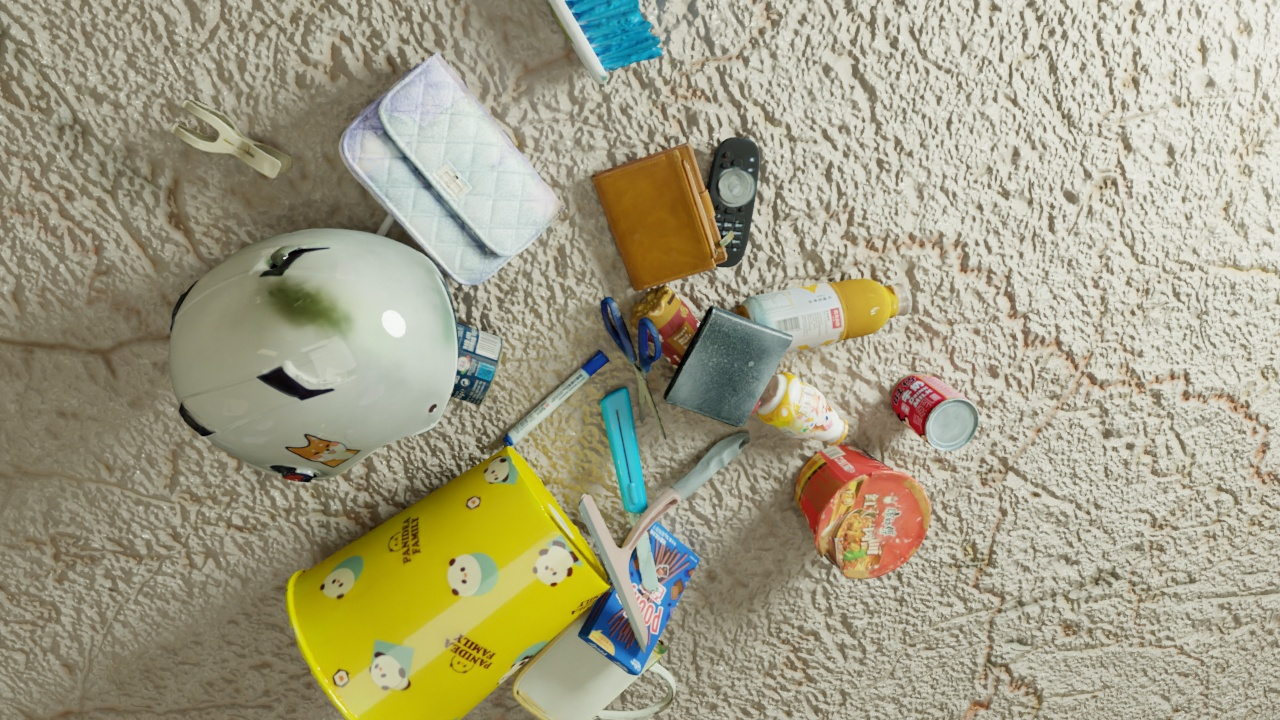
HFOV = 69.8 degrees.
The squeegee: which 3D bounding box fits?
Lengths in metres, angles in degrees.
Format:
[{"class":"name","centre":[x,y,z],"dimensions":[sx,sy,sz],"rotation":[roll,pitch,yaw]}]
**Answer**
[{"class":"squeegee","centre":[0.038,0.157,1.017],"dimensions":[0.248,0.040,0.248],"rotation":[-42,132,-29]}]

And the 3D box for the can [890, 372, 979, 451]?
[{"class":"can","centre":[0.336,0.057,1.059],"dimensions":[0.066,0.093,0.066],"rotation":[-4,110,-11]}]

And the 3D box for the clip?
[{"class":"clip","centre":[-0.372,-0.198,0.837],"dimensions":[0.100,0.071,0.035],"rotation":[29,101,-17]}]

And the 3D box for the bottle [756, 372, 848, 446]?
[{"class":"bottle","centre":[0.185,0.059,1.043],"dimensions":[0.108,0.063,0.063],"rotation":[29,101,-21]}]

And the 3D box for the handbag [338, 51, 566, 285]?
[{"class":"handbag","centre":[-0.178,-0.172,0.867],"dimensions":[0.134,0.075,0.194],"rotation":[-45,114,-8]}]

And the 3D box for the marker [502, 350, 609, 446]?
[{"class":"marker","centre":[-0.093,0.042,1.000],"dimensions":[0.146,0.017,0.017],"rotation":[-42,113,4]}]

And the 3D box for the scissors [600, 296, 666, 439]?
[{"class":"scissors","centre":[0.001,0.006,0.970],"dimensions":[0.012,0.165,0.162],"rotation":[-29,87,-24]}]

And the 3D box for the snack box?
[{"class":"snack box","centre":[0.001,0.270,1.054],"dimensions":[0.084,0.026,0.156],"rotation":[43,62,-22]}]

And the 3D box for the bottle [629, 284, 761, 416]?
[{"class":"bottle","centre":[0.064,-0.004,0.996],"dimensions":[0.057,0.057,0.175],"rotation":[-43,113,5]}]

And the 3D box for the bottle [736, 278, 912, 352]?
[{"class":"bottle","centre":[0.202,-0.051,1.004],"dimensions":[0.189,0.068,0.068],"rotation":[-11,111,-9]}]

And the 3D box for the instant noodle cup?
[{"class":"instant noodle cup","centre":[0.252,0.167,1.071],"dimensions":[0.138,0.108,0.138],"rotation":[-4,110,-11]}]

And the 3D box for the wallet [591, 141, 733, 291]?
[{"class":"wallet","centre":[0.027,-0.146,0.938],"dimensions":[0.119,0.035,0.131],"rotation":[-17,112,9]}]

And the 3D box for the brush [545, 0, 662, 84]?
[{"class":"brush","centre":[-0.102,-0.389,0.826],"dimensions":[0.109,0.060,0.314],"rotation":[-32,110,4]}]

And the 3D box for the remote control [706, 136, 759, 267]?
[{"class":"remote control","centre":[0.093,-0.165,0.961],"dimensions":[0.053,0.024,0.136],"rotation":[4,110,-8]}]

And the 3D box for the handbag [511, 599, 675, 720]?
[{"class":"handbag","centre":[-0.047,0.375,1.101],"dimensions":[0.163,0.063,0.179],"rotation":[-43,107,3]}]

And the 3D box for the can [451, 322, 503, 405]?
[{"class":"can","centre":[-0.201,-0.005,0.926],"dimensions":[0.111,0.075,0.075],"rotation":[20,104,-19]}]

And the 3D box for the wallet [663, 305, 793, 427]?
[{"class":"wallet","centre":[0.091,0.009,0.962],"dimensions":[0.097,0.019,0.121],"rotation":[20,114,-15]}]

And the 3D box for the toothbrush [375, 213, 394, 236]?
[{"class":"toothbrush","centre":[-0.281,-0.095,0.909],"dimensions":[0.016,0.016,0.180],"rotation":[34,100,-15]}]

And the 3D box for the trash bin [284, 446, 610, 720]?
[{"class":"trash bin","centre":[-0.187,0.235,0.946],"dimensions":[0.255,0.229,0.229],"rotation":[-37,113,-4]}]

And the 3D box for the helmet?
[{"class":"helmet","centre":[-0.306,-0.014,0.805],"dimensions":[0.274,0.157,0.230],"rotation":[-13,77,10]}]

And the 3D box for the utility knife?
[{"class":"utility knife","centre":[-0.008,0.148,1.027],"dimensions":[0.034,0.018,0.238],"rotation":[-12,98,-8]}]
